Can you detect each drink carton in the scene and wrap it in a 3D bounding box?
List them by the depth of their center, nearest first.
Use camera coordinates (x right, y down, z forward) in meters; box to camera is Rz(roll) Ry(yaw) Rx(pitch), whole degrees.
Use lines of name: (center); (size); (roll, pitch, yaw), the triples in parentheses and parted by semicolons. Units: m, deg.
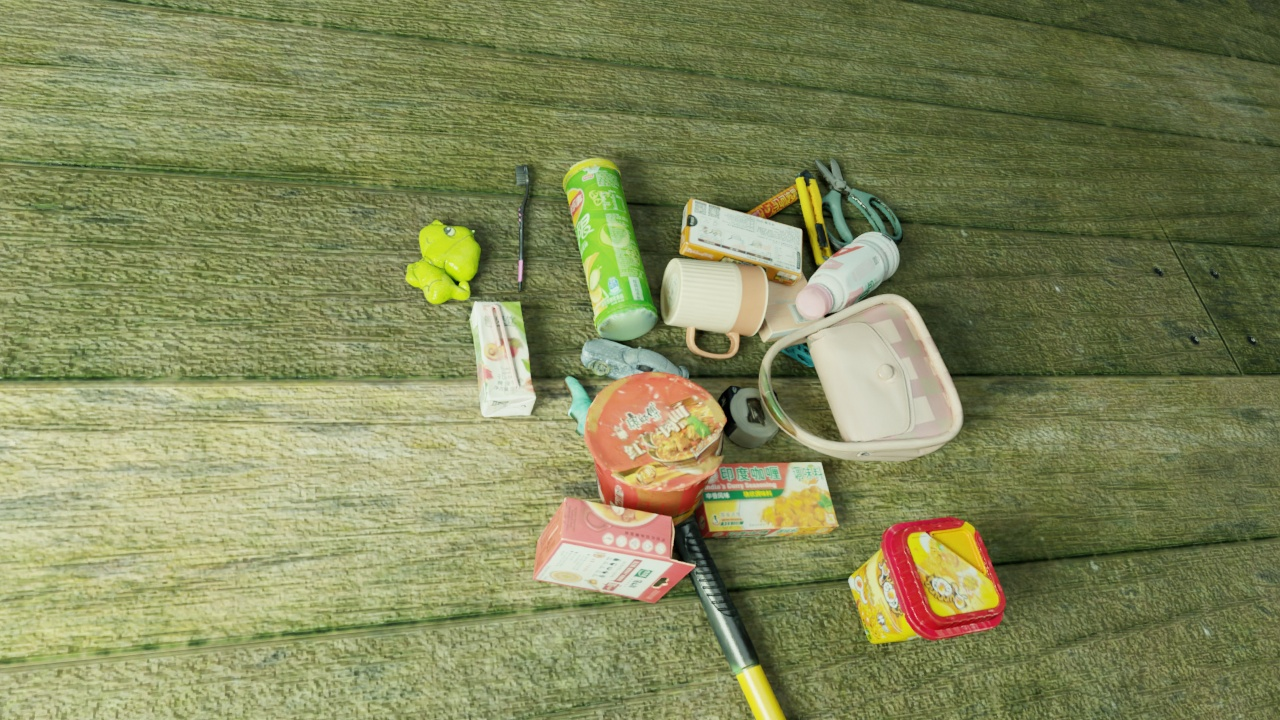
drink carton: (-0.145, -0.004, 0.964); (0.053, 0.046, 0.122); (-1, 60, -21)

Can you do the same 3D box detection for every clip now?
clip: (0.192, -0.011, 1.115); (0.057, 0.047, 0.014); (30, 53, -5)

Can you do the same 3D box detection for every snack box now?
snack box: (-0.026, 0.179, 0.858); (0.127, 0.113, 0.044); (14, 55, -14)
snack box: (0.132, 0.150, 0.989); (0.155, 0.027, 0.077); (1, 59, -21)
snack box: (0.126, -0.147, 1.134); (0.153, 0.026, 0.075); (14, 57, -11)
snack box: (0.164, -0.100, 1.153); (0.084, 0.026, 0.157); (-10, 64, -25)

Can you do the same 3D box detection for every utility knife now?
utility knife: (0.239, -0.160, 1.213); (0.033, 0.015, 0.216); (0, 68, -25)

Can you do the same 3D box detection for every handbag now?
handbag: (0.239, 0.030, 1.062); (0.233, 0.094, 0.193); (-8, 66, -23)

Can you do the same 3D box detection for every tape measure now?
tape measure: (0.125, 0.064, 1.035); (0.065, 0.034, 0.066); (3, 59, -18)

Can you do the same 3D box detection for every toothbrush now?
toothbrush: (-0.142, -0.159, 1.080); (0.017, 0.014, 0.188); (3, 59, -8)

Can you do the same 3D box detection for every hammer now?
hammer: (0.102, 0.296, 0.886); (0.128, 0.033, 0.300); (-13, 66, -29)

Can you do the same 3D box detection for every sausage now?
sausage: (0.177, -0.206, 1.225); (0.164, 0.022, 0.021); (-35, 77, -34)

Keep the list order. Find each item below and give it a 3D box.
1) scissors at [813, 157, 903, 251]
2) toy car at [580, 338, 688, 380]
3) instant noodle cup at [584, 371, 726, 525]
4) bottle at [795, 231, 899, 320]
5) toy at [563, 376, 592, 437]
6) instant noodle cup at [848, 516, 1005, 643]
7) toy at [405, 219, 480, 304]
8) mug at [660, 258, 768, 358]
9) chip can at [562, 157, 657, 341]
scissors: (0.278, -0.212, 1.271); (0.170, 0.019, 0.177); (-32, 77, -32)
toy car: (-0.006, 0.006, 1.007); (0.120, 0.037, 0.054); (20, 27, -5)
instant noodle cup: (0.011, 0.096, 0.911); (0.138, 0.109, 0.137); (2, 52, -3)
bottle: (0.256, -0.103, 1.143); (0.068, 0.068, 0.196); (47, 43, 10)
toy: (-0.039, 0.050, 0.983); (0.091, 0.030, 0.096); (-19, 63, -32)
instant noodle cup: (0.284, 0.233, 0.938); (0.116, 0.124, 0.116); (-2, 61, -23)
toy: (-0.213, -0.108, 1.010); (0.096, 0.031, 0.099); (42, 59, 7)
mug: (0.083, -0.060, 1.073); (0.105, 0.082, 0.114); (5, 88, -16)
chip can: (-0.036, -0.128, 1.065); (0.072, 0.073, 0.221); (-2, 61, -22)
